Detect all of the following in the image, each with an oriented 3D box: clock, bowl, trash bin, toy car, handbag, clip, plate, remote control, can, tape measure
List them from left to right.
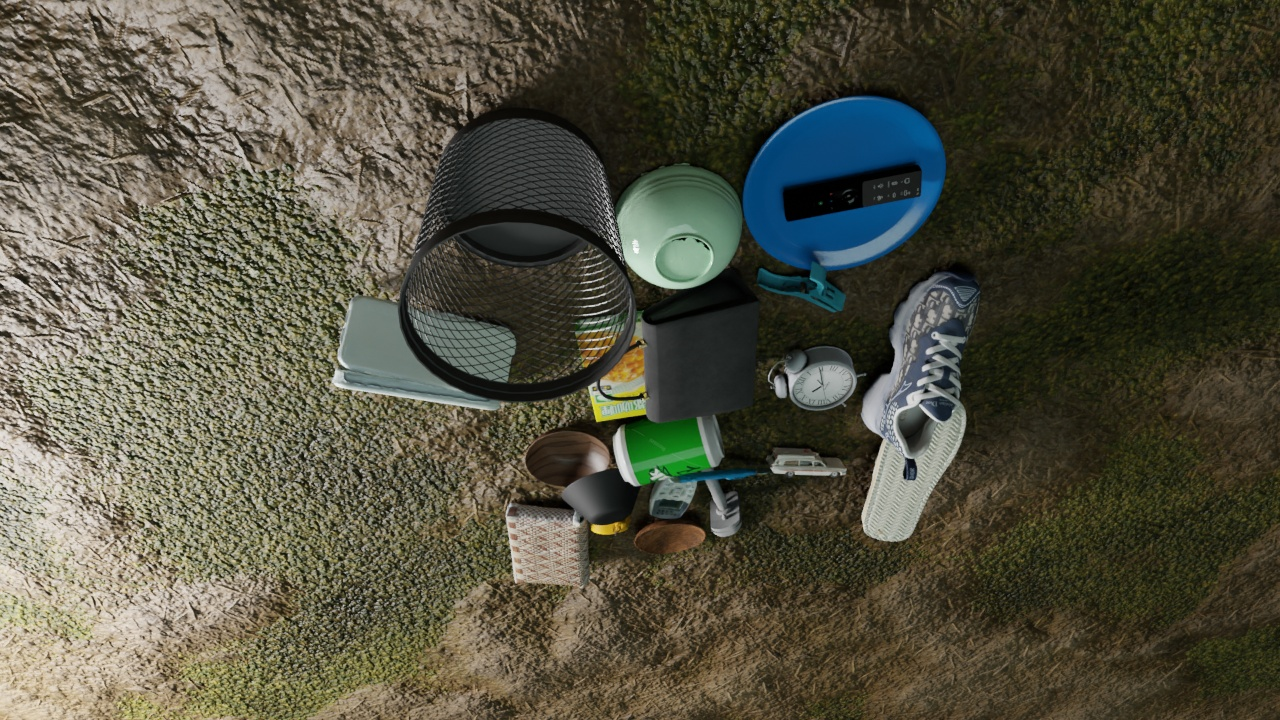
[{"bbox_3d":[-0.120,-0.114,0.928,0.218,0.227,0.218,-3,134,-3],"label":"trash bin"},{"bbox_3d":[-0.142,0.289,1.436,0.124,0.046,0.186,3,133,2],"label":"handbag"},{"bbox_3d":[-0.103,0.129,1.295,0.119,0.032,0.119,-3,134,-3],"label":"bowl"},{"bbox_3d":[-0.048,0.206,1.330,0.124,0.052,0.124,-14,153,-7],"label":"bowl"},{"bbox_3d":[-0.047,0.245,1.388,0.059,0.068,0.030,-4,98,5],"label":"tape measure"},{"bbox_3d":[0.039,0.117,1.259,0.140,0.087,0.088,-15,133,9],"label":"can"},{"bbox_3d":[0.045,0.271,1.445,0.114,0.026,0.102,-15,143,12],"label":"bowl"},{"bbox_3d":[0.038,0.002,1.119,0.195,0.072,0.176,-18,136,-15],"label":"handbag"},{"bbox_3d":[0.050,0.195,1.375,0.060,0.028,0.115,10,132,-14],"label":"remote control"},{"bbox_3d":[0.045,-0.136,1.029,0.151,0.076,0.151,-3,135,-3],"label":"bowl"},{"bbox_3d":[0.189,-0.091,1.108,0.120,0.033,0.122,4,166,15],"label":"clip"},{"bbox_3d":[0.245,0.148,1.346,0.113,0.039,0.039,2,112,-8],"label":"toy car"},{"bbox_3d":[0.230,0.023,1.225,0.122,0.035,0.095,9,132,-15],"label":"clock"},{"bbox_3d":[0.224,-0.196,1.023,0.224,0.024,0.225,-3,134,-3],"label":"plate"},{"bbox_3d":[0.233,-0.183,1.008,0.150,0.013,0.034,-10,133,4],"label":"remote control"}]

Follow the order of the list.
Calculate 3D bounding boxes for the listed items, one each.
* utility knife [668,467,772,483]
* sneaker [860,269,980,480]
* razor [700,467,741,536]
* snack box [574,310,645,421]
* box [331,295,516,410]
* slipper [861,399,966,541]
[{"bbox_3d":[0.133,0.164,1.323,0.220,0.031,0.015,-2,102,-28],"label":"utility knife"},{"bbox_3d":[0.369,0.020,1.161,0.103,0.132,0.270,8,123,-10],"label":"sneaker"},{"bbox_3d":[0.110,0.188,1.356,0.047,0.088,0.116,-19,113,12],"label":"razor"},{"bbox_3d":[-0.007,0.007,1.192,0.132,0.027,0.168,-9,134,2],"label":"snack box"},{"bbox_3d":[-0.269,-0.001,1.153,0.210,0.105,0.129,15,89,-15],"label":"box"},{"bbox_3d":[0.397,0.154,1.347,0.115,0.052,0.263,12,119,-3],"label":"slipper"}]
